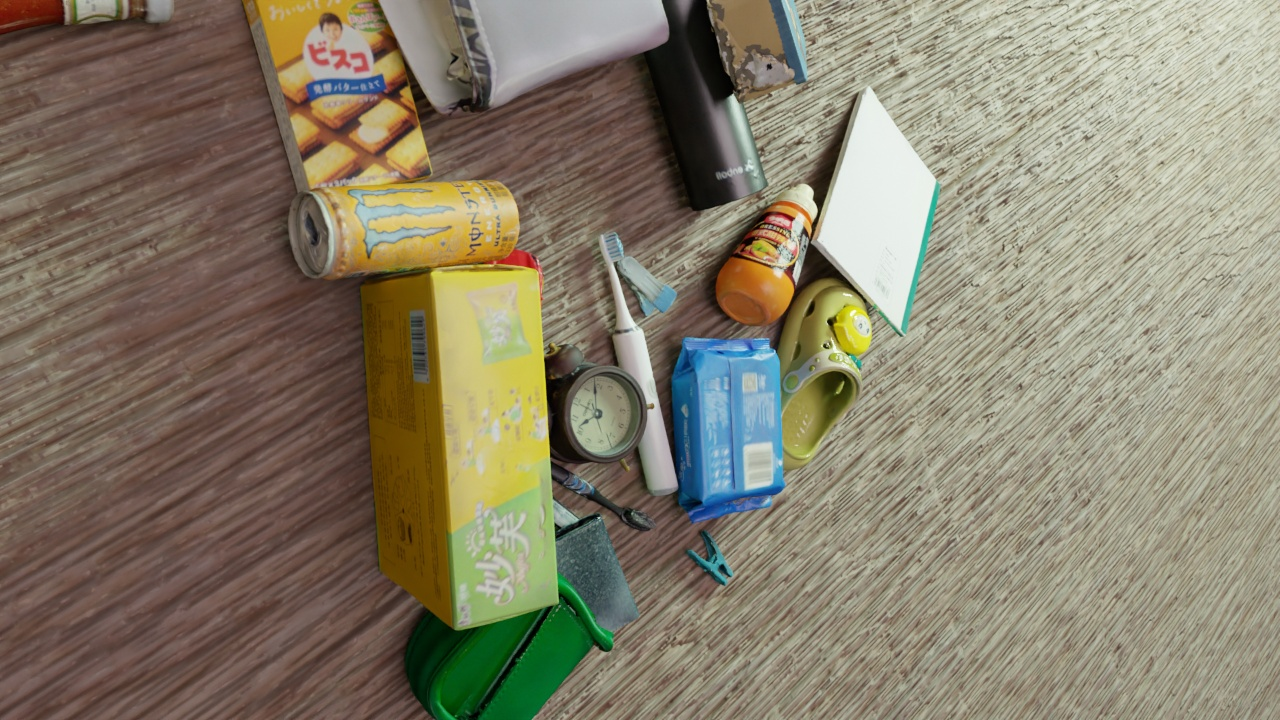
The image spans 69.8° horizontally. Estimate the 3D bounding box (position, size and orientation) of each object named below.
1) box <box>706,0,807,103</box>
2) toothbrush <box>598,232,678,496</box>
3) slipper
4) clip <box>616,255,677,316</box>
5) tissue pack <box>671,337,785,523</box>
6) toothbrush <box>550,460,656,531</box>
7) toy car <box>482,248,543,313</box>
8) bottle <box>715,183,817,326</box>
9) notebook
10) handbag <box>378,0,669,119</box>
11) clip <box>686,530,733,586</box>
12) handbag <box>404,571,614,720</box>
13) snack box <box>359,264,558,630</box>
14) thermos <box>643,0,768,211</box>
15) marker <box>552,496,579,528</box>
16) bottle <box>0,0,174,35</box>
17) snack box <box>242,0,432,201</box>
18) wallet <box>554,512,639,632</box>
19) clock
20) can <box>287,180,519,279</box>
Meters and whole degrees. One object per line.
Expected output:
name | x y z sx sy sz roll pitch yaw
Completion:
box | 0.098 -0.277 0.748 0.183 0.060 0.090 -74 145 -55
toothbrush | -0.004 0.004 0.755 0.026 0.026 0.221 -45 123 -71
slipper | 0.173 0.015 0.849 0.091 0.082 0.190 32 76 -34
clip | 0.001 -0.064 0.763 0.058 0.045 0.027 47 67 -21
tissue pack | 0.074 0.056 0.792 0.094 0.052 0.157 -5 94 -28
toothbrush | -0.056 0.094 0.728 0.189 0.016 0.014 36 66 -30
toy car | -0.095 -0.034 0.668 0.049 0.031 0.106 3 69 -8
bottle | 0.121 -0.102 0.823 0.067 0.067 0.149 44 60 -28
notebook | 0.239 -0.147 0.901 0.150 0.012 0.208 41 55 -29
handbag | -0.082 -0.262 0.635 0.196 0.099 0.145 -36 110 -40
clip | 0.063 0.179 0.815 0.039 0.014 0.056 -46 114 -24
handbag | -0.095 0.212 0.663 0.131 0.068 0.120 -46 120 -13
snack box | -0.122 0.048 0.592 0.070 0.158 0.210 -6 94 -31
thermos | 0.027 -0.245 0.754 0.090 0.068 0.242 -20 103 0
marker | -0.079 0.108 0.713 0.124 0.015 0.018 45 72 -31
bottle | -0.358 -0.193 0.481 0.205 0.060 0.060 -18 101 -37
snack box | -0.199 -0.182 0.609 0.086 0.034 0.140 -20 101 -34
wallet | -0.066 0.187 0.713 0.120 0.019 0.097 -25 105 -21
clock | -0.049 0.036 0.706 0.122 0.055 0.082 31 74 -30
can | -0.154 -0.089 0.614 0.145 0.058 0.058 -14 99 -43
